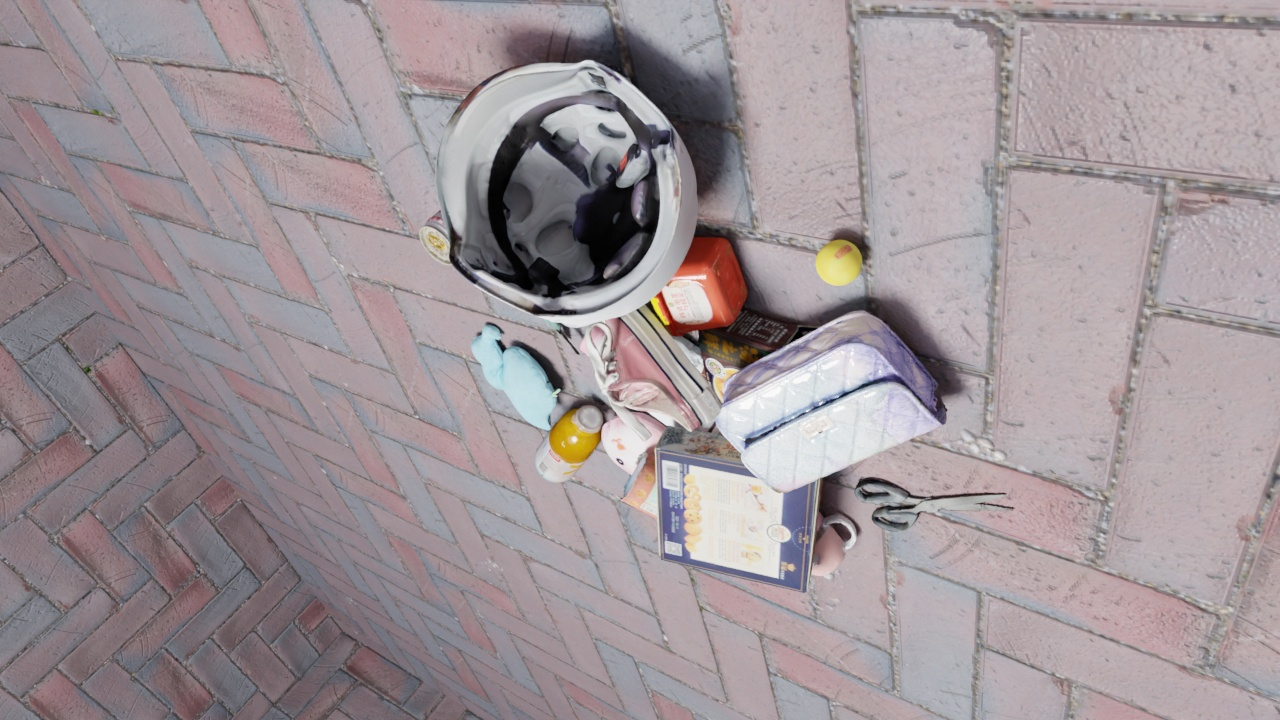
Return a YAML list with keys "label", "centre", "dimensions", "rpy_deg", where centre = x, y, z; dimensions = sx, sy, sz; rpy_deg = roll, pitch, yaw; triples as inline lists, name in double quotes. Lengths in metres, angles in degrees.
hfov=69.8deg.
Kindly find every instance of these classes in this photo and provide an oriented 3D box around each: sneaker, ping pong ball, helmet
- label: "sneaker"
  centre: [-0.006, 0.006, 0.941]
  dimensions: [0.118, 0.088, 0.241]
  rpy_deg: [58, 175, -37]
- label: "ping pong ball"
  centre: [0.175, -0.086, 0.808]
  dimensions: [0.040, 0.040, 0.040]
  rpy_deg: [27, 145, 21]
- label: "helmet"
  centre: [-0.055, -0.145, 0.848]
  dimensions: [0.259, 0.229, 0.145]
  rpy_deg: [35, -174, 28]

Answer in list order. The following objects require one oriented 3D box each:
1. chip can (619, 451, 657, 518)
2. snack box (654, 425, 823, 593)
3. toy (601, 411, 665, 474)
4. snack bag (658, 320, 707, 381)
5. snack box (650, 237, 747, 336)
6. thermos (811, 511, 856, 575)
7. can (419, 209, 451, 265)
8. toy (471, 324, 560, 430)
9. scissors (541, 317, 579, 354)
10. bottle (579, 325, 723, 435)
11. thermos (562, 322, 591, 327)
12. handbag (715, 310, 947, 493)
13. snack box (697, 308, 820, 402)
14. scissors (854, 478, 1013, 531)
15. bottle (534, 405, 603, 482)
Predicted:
- label: "chip can"
  centre: [0.083, 0.194, 1.155]
  dimensions: [0.214, 0.071, 0.071]
  rpy_deg: [28, 148, -6]
- label: "snack box"
  centre: [0.110, 0.171, 1.046]
  dimensions: [0.183, 0.045, 0.178]
  rpy_deg: [9, 126, 16]
- label: "toy"
  centre: [0.018, 0.129, 1.214]
  dimensions: [0.159, 0.054, 0.122]
  rpy_deg: [46, 145, -21]
- label: "snack bag"
  centre: [0.039, -0.017, 1.040]
  dimensions: [0.104, 0.026, 0.048]
  rpy_deg: [33, 149, 12]
- label: "snack box"
  centre: [0.055, -0.075, 0.911]
  dimensions: [0.080, 0.081, 0.091]
  rpy_deg: [0, 132, 33]
- label: "thermos"
  centre: [0.170, 0.168, 1.096]
  dimensions: [0.198, 0.067, 0.087]
  rpy_deg: [46, 118, -6]
- label: "can"
  centre: [-0.176, -0.161, 0.993]
  dimensions: [0.053, 0.132, 0.053]
  rpy_deg: [27, 144, 21]
- label: "toy"
  centre: [-0.171, 0.024, 1.278]
  dimensions: [0.156, 0.049, 0.161]
  rpy_deg: [3, 118, 49]
- label: "scissors"
  centre: [-0.133, -0.077, 1.123]
  dimensions: [0.176, 0.019, 0.175]
  rpy_deg: [46, 175, 28]
- label: "bottle"
  centre: [0.018, 0.026, 1.075]
  dimensions: [0.197, 0.068, 0.068]
  rpy_deg: [35, 147, 9]
- label: "thermos"
  centre: [-0.094, -0.140, 1.000]
  dimensions: [0.070, 0.070, 0.221]
  rpy_deg: [12, 136, 37]
- label: "handbag"
  centre: [0.174, 0.047, 0.878]
  dimensions: [0.134, 0.075, 0.194]
  rpy_deg: [43, 129, -20]
- label: "snack box"
  centre: [0.128, 0.004, 0.961]
  dimensions: [0.126, 0.053, 0.113]
  rpy_deg: [22, 143, 35]
- label: "scissors"
  centre: [0.313, 0.159, 0.985]
  dimensions: [0.171, 0.014, 0.151]
  rpy_deg: [22, 141, 23]
- label: "bottle"
  centre: [-0.098, 0.115, 1.296]
  dimensions: [0.068, 0.067, 0.190]
  rpy_deg: [40, 147, 1]
